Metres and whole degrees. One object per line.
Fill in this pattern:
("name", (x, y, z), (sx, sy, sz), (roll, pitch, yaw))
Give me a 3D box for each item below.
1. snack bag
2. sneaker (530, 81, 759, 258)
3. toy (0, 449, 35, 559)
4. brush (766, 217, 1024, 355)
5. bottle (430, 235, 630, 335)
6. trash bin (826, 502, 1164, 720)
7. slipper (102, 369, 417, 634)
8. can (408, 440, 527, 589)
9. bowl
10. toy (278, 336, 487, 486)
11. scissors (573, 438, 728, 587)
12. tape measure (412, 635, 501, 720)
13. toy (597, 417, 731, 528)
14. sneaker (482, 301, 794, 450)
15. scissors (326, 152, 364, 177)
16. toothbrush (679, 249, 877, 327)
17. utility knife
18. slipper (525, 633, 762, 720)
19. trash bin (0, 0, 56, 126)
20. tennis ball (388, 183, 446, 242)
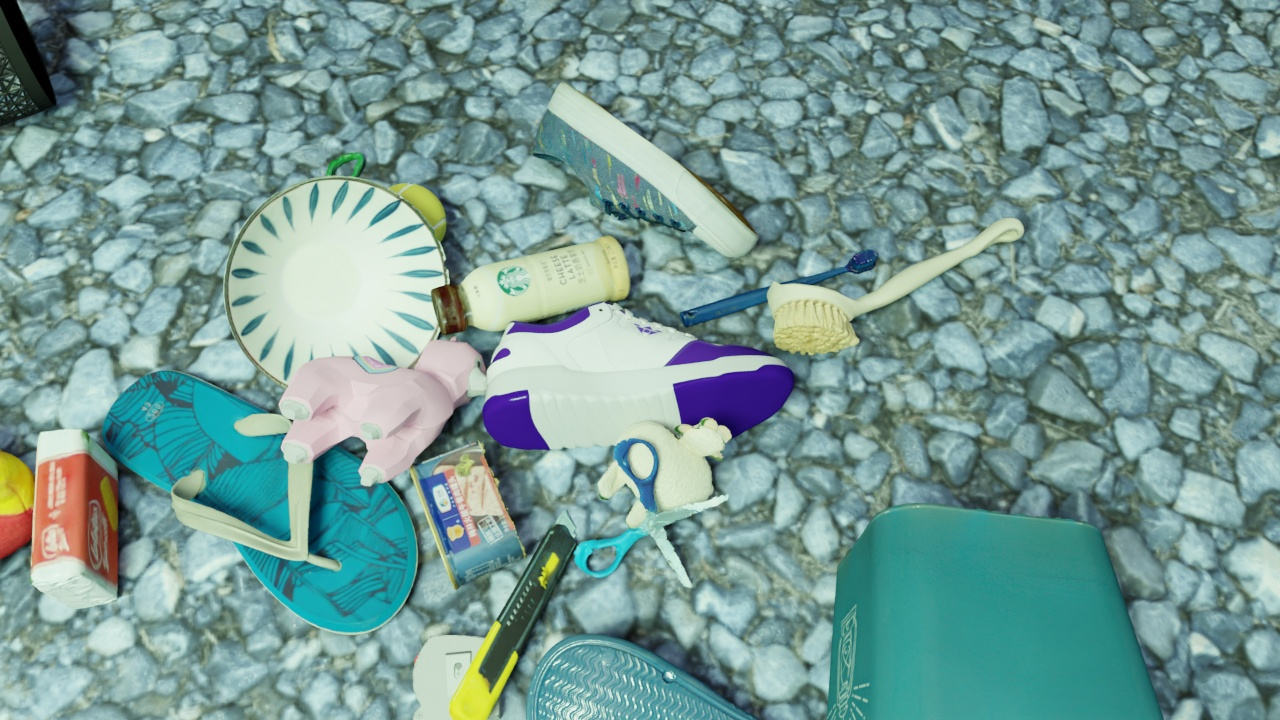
("snack bag", (-0.408, 0.116, 0.665), (0.036, 0.077, 0.115), (-9, 64, -13))
("sneaker", (0.000, -0.156, 0.832), (0.235, 0.087, 0.079), (39, 102, 12))
("toy", (-0.517, 0.148, 0.627), (0.148, 0.099, 0.215), (10, 55, 43))
("brush", (0.230, -0.072, 0.804), (0.271, 0.062, 0.077), (-21, 82, -17))
("bottle", (-0.092, -0.060, 0.769), (0.162, 0.057, 0.056), (-16, 65, -17))
("trash bin", (0.214, 0.225, 0.582), (0.199, 0.197, 0.218), (7, 57, -1))
("slipper", (-0.290, 0.090, 0.694), (0.295, 0.060, 0.118), (31, 63, 12))
("can", (-0.130, 0.114, 0.691), (0.059, 0.054, 0.099), (-22, 66, -14))
("bowl", (-0.252, -0.061, 0.748), (0.177, 0.177, 0.071), (-42, 32, -20))
("toy", (-0.191, 0.026, 0.699), (0.123, 0.067, 0.157), (16, 31, 8))
("scissors", (0.004, 0.117, 0.682), (0.127, 0.014, 0.133), (-17, 103, 9))
("tape measure", (-0.130, 0.227, 0.652), (0.060, 0.020, 0.062), (-4, 63, -4))
("toy", (0.020, 0.081, 0.702), (0.112, 0.050, 0.087), (-45, 107, 7))
("sneaker", (-0.005, 0.004, 0.740), (0.244, 0.092, 0.111), (-3, 50, -8))
("scissors", (-0.262, -0.138, 0.837), (0.127, 0.011, 0.125), (8, 62, 2))
("toothbrush", (0.125, -0.065, 0.812), (0.190, 0.017, 0.016), (-18, 65, -11))
("utility knife", (-0.086, 0.182, 0.666), (0.029, 0.020, 0.173), (33, 52, -6))
("slipper", (0.019, 0.264, 0.620), (0.213, 0.059, 0.103), (28, 69, -5))
("trash bin", (-0.669, -0.268, 0.785), (0.242, 0.217, 0.217), (-22, 66, -20))
("tennis ball", (-0.202, -0.121, 0.799), (0.065, 0.065, 0.065), (1, 63, -2))
